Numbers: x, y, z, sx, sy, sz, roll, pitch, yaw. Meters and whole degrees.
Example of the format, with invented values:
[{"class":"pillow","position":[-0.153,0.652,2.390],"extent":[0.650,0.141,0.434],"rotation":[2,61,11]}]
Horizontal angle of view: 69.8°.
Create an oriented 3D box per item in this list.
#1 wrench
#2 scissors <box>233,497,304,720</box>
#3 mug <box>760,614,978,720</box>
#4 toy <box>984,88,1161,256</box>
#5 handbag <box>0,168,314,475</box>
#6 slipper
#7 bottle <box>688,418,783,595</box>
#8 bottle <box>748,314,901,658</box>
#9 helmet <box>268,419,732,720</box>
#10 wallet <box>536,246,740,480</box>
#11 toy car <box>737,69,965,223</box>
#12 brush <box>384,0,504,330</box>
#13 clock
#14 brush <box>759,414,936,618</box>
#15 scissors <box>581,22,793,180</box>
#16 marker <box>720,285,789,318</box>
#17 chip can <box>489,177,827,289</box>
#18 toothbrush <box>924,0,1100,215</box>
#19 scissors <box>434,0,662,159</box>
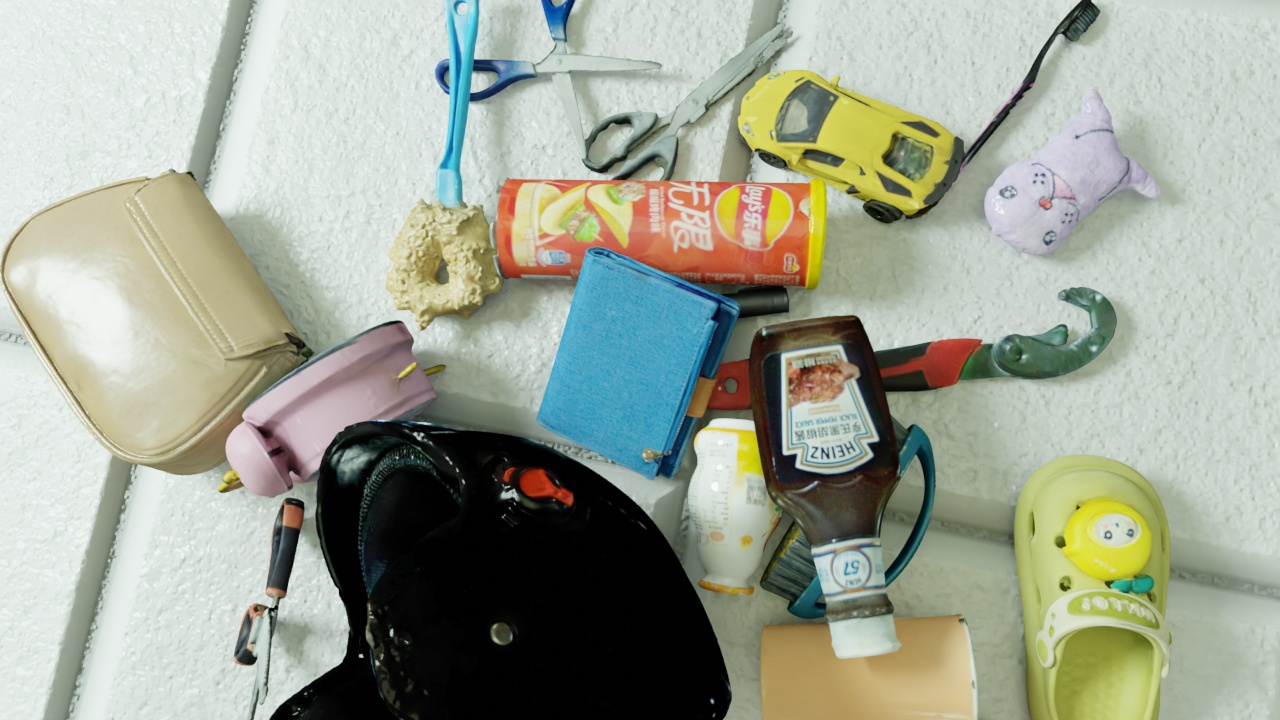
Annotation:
[{"class":"wrench","position":[0.176,0.000,0.610],"extent":[0.273,0.016,0.056],"rotation":[-10,82,5]},{"class":"scissors","position":[-0.227,0.160,0.552],"extent":[0.015,0.216,0.195],"rotation":[19,51,-22]},{"class":"mug","position":[0.136,0.194,0.563],"extent":[0.123,0.078,0.078],"rotation":[-1,82,11]},{"class":"toy","position":[0.278,-0.113,0.603],"extent":[0.108,0.039,0.084],"rotation":[-37,91,0]},{"class":"handbag","position":[-0.329,-0.026,0.633],"extent":[0.147,0.100,0.204],"rotation":[-35,80,-7]},{"class":"slipper","position":[0.280,0.152,0.548],"extent":[0.091,0.081,0.190],"rotation":[2,85,4]},{"class":"bottle","position":[0.061,0.093,0.587],"extent":[0.063,0.063,0.108],"rotation":[7,83,7]},{"class":"bottle","position":[0.113,0.072,0.538],"extent":[0.080,0.044,0.194],"rotation":[-8,74,-2]},{"class":"helmet","position":[-0.081,0.157,0.515],"extent":[0.234,0.229,0.274],"rotation":[-48,58,40]},{"class":"wallet","position":[-0.004,0.003,0.596],"extent":[0.106,0.040,0.133],"rotation":[23,117,9]},{"class":"toy car","position":[0.138,-0.149,0.623],"extent":[0.156,0.041,0.071],"rotation":[27,85,11]},{"class":"brush","position":[-0.132,-0.147,0.647],"extent":[0.083,0.046,0.254],"rotation":[1,84,13]},{"class":"clock","position":[-0.207,0.039,0.601],"extent":[0.158,0.117,0.060],"rotation":[-32,92,0]},{"class":"brush","position":[0.140,0.104,0.581],"extent":[0.073,0.055,0.144],"rotation":[35,87,11]},{"class":"scissors","position":[0.042,-0.173,0.652],"extent":[0.174,0.014,0.136],"rotation":[-6,81,4]},{"class":"marker","position":[0.035,-0.036,0.630],"extent":[0.132,0.020,0.022],"rotation":[-6,65,5]},{"class":"chip can","position":[0.013,-0.085,0.613],"extent":[0.217,0.073,0.073],"rotation":[1,82,7]},{"class":"toothbrush","position":[0.253,-0.172,0.627],"extent":[0.018,0.014,0.189],"rotation":[38,89,-4]},{"class":"scissors","position":[-0.071,-0.219,0.664],"extent":[0.162,0.012,0.172],"rotation":[-16,77,7]}]
